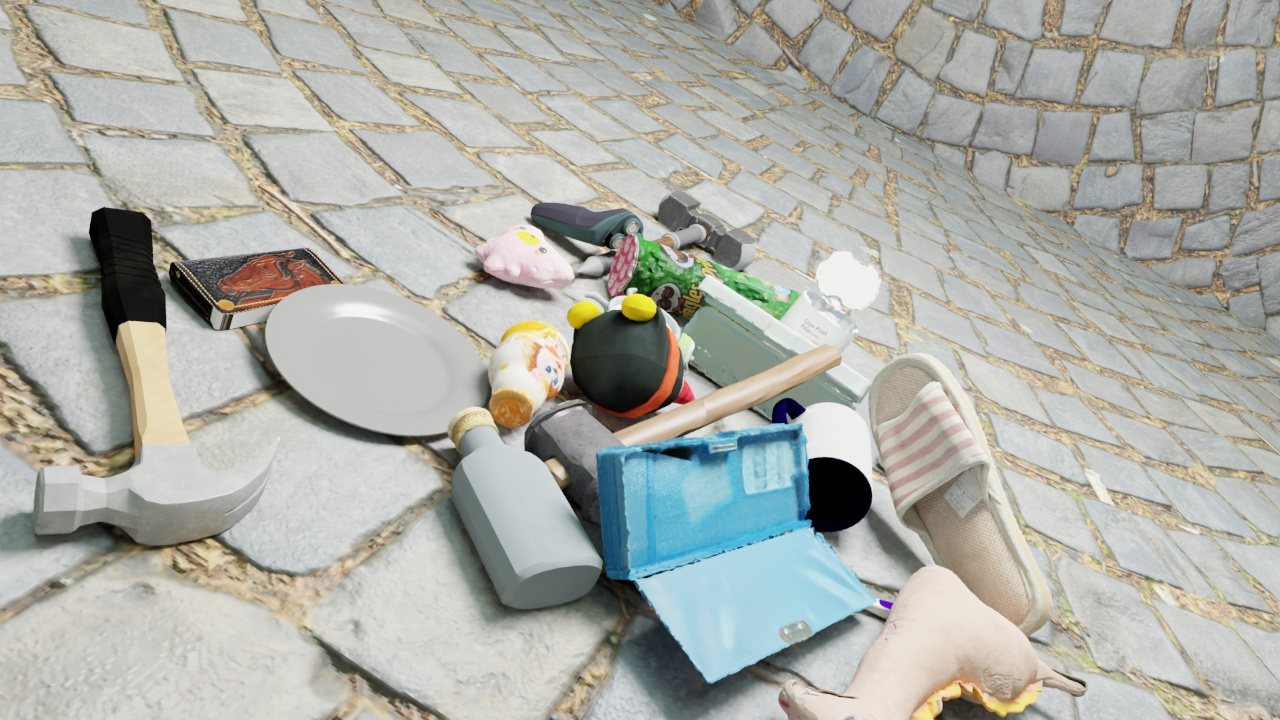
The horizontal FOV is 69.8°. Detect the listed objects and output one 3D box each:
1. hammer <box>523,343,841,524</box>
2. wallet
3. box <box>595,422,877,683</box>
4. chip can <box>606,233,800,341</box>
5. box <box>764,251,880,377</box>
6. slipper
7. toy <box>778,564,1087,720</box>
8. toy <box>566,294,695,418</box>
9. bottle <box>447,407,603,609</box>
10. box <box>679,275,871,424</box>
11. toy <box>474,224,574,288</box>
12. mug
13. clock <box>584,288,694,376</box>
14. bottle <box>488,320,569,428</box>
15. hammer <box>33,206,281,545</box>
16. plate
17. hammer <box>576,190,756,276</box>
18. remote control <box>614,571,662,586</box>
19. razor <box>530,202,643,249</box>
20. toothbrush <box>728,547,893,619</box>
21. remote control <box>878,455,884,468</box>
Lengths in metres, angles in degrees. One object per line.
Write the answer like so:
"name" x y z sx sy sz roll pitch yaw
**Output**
"hammer" 0.058 0.041 0.770 0.327 0.052 0.098 -19 44 -35
"wallet" -0.309 -0.062 0.752 0.072 0.019 0.122 43 32 19
"box" 0.070 0.132 0.680 0.231 0.066 0.173 -1 64 -48
"chip can" 0.078 -0.075 1.041 0.223 0.076 0.075 16 30 -21
"box" 0.197 -0.044 1.006 0.084 0.160 0.118 39 23 8
"slipper" 0.268 0.114 0.800 0.052 0.115 0.262 0 60 -37
"toy" 0.216 0.240 0.651 0.196 0.065 0.263 35 32 16
"toy" -0.005 0.005 0.822 0.119 0.098 0.099 29 63 -50
"bottle" -0.092 0.097 0.643 0.072 0.046 0.161 2 37 -38
"box" 0.126 0.008 0.936 0.199 0.096 0.085 37 4 16
"toy" -0.124 -0.108 0.950 0.093 0.050 0.102 -3 37 -34
"mug" 0.158 0.083 0.827 0.112 0.079 0.096 47 26 -12
"clock" 0.002 -0.022 0.923 0.094 0.043 0.119 -10 45 -46
"bottle" -0.096 0.013 0.761 0.063 0.063 0.108 23 29 -7
"hammer" -0.337 -0.008 0.622 0.131 0.039 0.328 4 35 -38
"plate" -0.208 0.000 0.734 0.178 0.012 0.178 23 31 -15
"hammer" 0.018 -0.141 1.141 0.156 0.043 0.321 37 33 18
"remote control" -0.010 0.116 0.715 0.034 0.013 0.149 16 30 -19
"razor" -0.064 -0.160 1.066 0.143 0.047 0.052 17 56 25
"toothbrush" 0.153 0.184 0.737 0.186 0.015 0.016 22 29 -11
"remote control" 0.310 0.130 0.947 0.138 0.025 0.060 39 31 22
